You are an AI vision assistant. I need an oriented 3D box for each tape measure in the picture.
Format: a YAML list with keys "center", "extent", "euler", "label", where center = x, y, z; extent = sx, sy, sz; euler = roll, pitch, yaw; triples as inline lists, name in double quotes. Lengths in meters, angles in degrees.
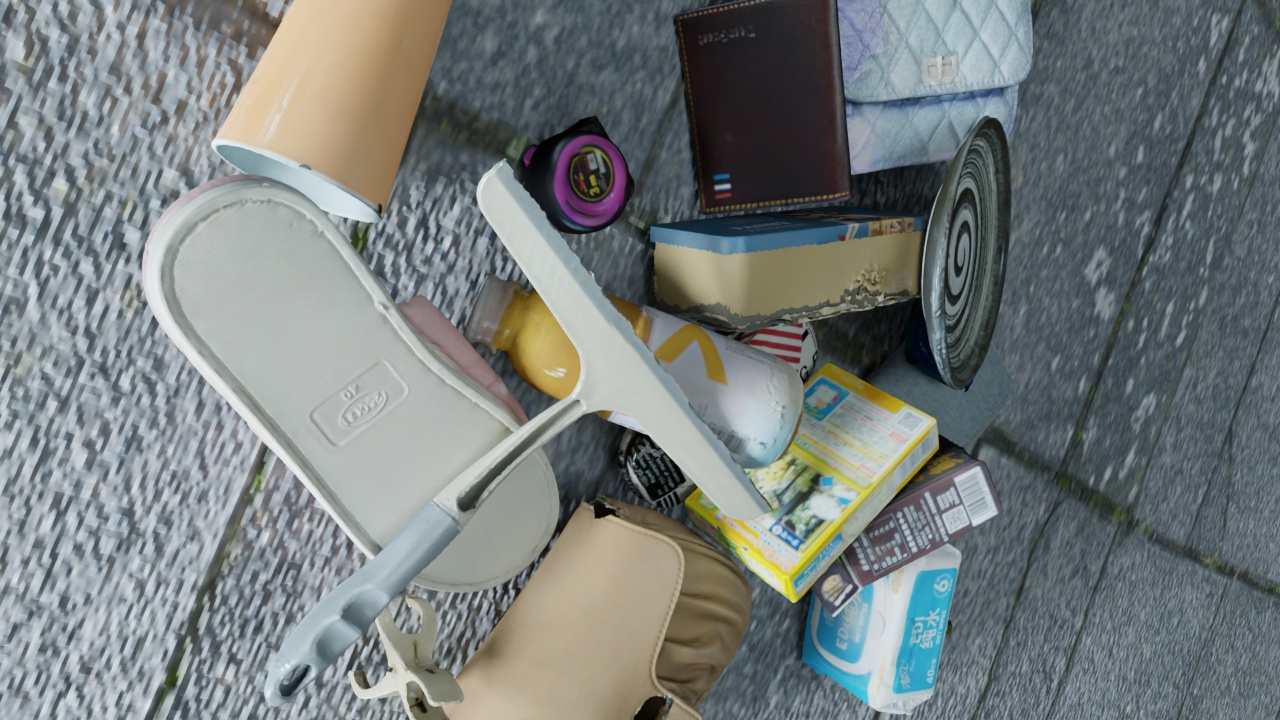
- center: [0.218, -0.011, 0.667]
  extent: [0.058, 0.025, 0.054]
  euler: [27, 66, -17]
  label: "tape measure"
- center: [-0.036, -0.099, 0.511]
  extent: [0.057, 0.039, 0.057]
  euler: [-47, 120, -22]
  label: "tape measure"

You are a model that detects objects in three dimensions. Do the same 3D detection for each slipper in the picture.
- center: [-0.133, 0.023, 0.462]
  extent: [0.114, 0.054, 0.274]
  euler: [-45, 129, -12]
  label: "slipper"

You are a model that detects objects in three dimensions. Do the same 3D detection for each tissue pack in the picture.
- center: [0.170, 0.177, 0.667]
  extent: [0.063, 0.090, 0.140]
  euler: [5, 98, -33]
  label: "tissue pack"

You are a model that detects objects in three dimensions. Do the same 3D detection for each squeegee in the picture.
- center: [-0.088, 0.075, 0.457]
  extent: [0.246, 0.039, 0.246]
  euler: [-42, 119, -7]
  label: "squeegee"

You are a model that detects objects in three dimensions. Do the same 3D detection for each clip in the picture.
- center: [-0.121, 0.149, 0.480]
  extent: [0.035, 0.103, 0.092]
  euler: [9, 71, -32]
  label: "clip"

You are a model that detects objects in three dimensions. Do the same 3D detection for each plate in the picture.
- center: [0.215, -0.070, 0.610]
  extent: [0.179, 0.024, 0.179]
  euler: [-19, 113, -55]
  label: "plate"

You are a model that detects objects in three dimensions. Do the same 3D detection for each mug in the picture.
- center: [-0.133, -0.135, 0.423]
  extent: [0.078, 0.078, 0.122]
  euler: [26, 81, -33]
  label: "mug"

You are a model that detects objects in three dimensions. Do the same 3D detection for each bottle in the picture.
- center: [-0.003, 0.003, 0.512]
  extent: [0.189, 0.068, 0.068]
  euler: [21, 88, -11]
  label: "bottle"

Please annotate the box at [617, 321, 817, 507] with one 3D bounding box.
- center: [0.055, 0.028, 0.586]
  extent: [0.164, 0.057, 0.071]
  euler: [-44, 105, -16]
  label: "box"

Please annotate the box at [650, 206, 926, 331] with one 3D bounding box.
- center: [0.089, -0.060, 0.567]
  extent: [0.183, 0.090, 0.060]
  euler: [-10, 107, -35]
  label: "box"

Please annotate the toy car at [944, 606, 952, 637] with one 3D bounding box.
- center: [0.215, 0.226, 0.738]
  extent: [0.043, 0.036, 0.091]
  euler: [37, 78, -33]
  label: "toy car"

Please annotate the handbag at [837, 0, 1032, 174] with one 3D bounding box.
- center: [0.172, -0.196, 0.601]
  extent: [0.193, 0.076, 0.134]
  euler: [-16, 108, -30]
  label: "handbag"

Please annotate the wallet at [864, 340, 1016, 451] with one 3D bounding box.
- center: [0.225, 0.029, 0.704]
  extent: [0.129, 0.037, 0.106]
  euler: [-41, 108, -20]
  label: "wallet"

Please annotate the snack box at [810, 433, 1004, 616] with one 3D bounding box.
- center: [0.155, 0.097, 0.612]
  extent: [0.125, 0.113, 0.053]
  euler: [-26, 104, -3]
  label: "snack box"

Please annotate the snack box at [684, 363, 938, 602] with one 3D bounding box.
- center: [0.106, 0.070, 0.564]
  extent: [0.140, 0.087, 0.034]
  euler: [-40, 137, -20]
  label: "snack box"

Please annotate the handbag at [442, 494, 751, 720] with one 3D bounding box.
- center: [-0.023, 0.185, 0.539]
  extent: [0.204, 0.100, 0.148]
  euler: [-54, 128, -12]
  label: "handbag"

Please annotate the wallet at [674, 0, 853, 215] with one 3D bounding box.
- center: [0.073, -0.151, 0.543]
  extent: [0.020, 0.096, 0.122]
  euler: [-40, 125, -60]
  label: "wallet"
